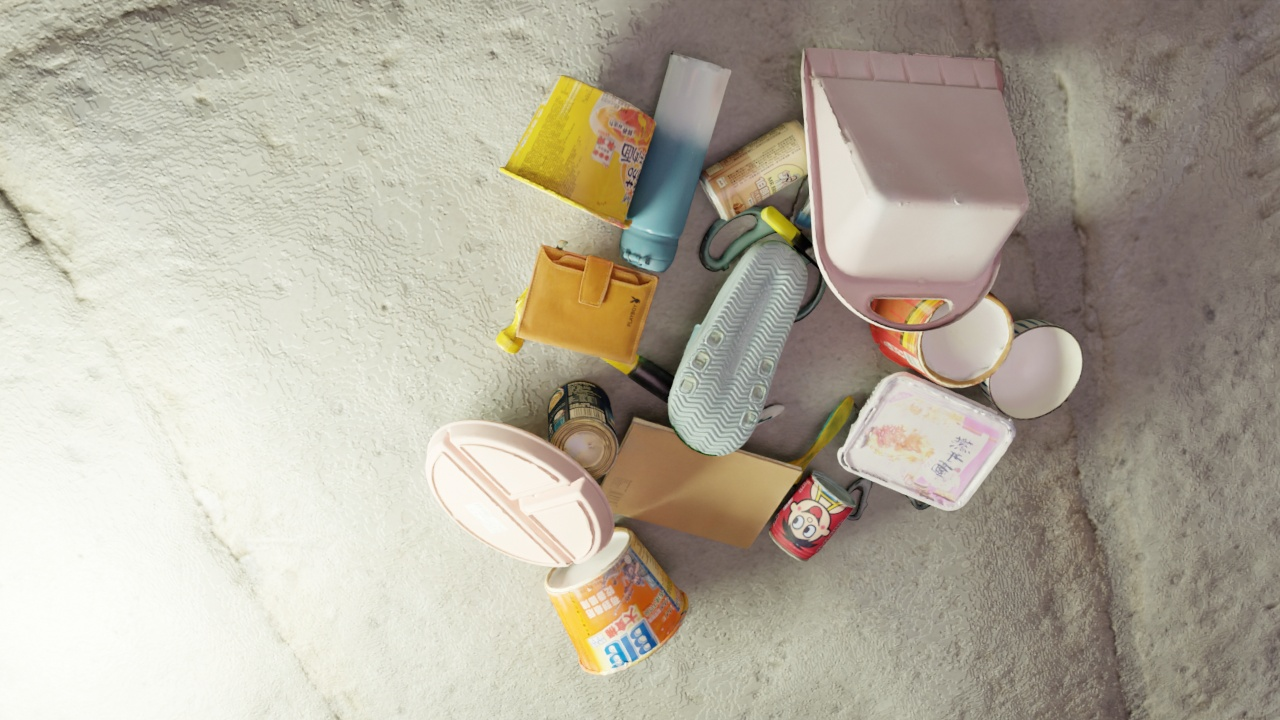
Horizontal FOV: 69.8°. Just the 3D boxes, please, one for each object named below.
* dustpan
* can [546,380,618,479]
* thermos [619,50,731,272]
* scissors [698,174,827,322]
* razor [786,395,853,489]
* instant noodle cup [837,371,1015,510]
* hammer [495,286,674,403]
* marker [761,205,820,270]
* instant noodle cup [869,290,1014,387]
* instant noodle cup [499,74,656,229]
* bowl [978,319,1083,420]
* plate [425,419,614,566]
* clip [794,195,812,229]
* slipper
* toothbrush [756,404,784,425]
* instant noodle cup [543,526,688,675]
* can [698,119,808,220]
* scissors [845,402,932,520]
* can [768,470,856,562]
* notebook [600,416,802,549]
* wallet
[{"bbox_3d":[0.267,-0.177,0.938,0.222,0.272,0.139,2,147,-9],"label":"dustpan"},{"bbox_3d":[-0.065,0.076,1.014,0.075,0.111,0.075,-2,110,-6],"label":"can"},{"bbox_3d":[0.031,-0.199,0.946,0.070,0.070,0.221,13,108,-11],"label":"thermos"},{"bbox_3d":[0.140,-0.126,1.011,0.181,0.019,0.170,6,111,-7],"label":"scissors"},{"bbox_3d":[0.211,0.096,1.099,0.043,0.028,0.133,36,101,-13],"label":"razor"},{"bbox_3d":[0.327,0.085,1.071,0.173,0.060,0.138,22,114,-12],"label":"instant noodle cup"},{"bbox_3d":[-0.006,0.006,1.030,0.300,0.032,0.129,34,104,-13],"label":"hammer"},{"bbox_3d":[0.177,-0.124,0.998,0.124,0.015,0.018,38,67,-19],"label":"marker"},{"bbox_3d":[0.338,-0.037,1.017,0.138,0.108,0.138,-2,111,-6],"label":"instant noodle cup"},{"bbox_3d":[-0.055,-0.208,0.904,0.138,0.138,0.110,24,97,-14],"label":"instant noodle cup"},{"bbox_3d":[0.441,0.004,1.063,0.116,0.066,0.116,-4,112,-10],"label":"bowl"},{"bbox_3d":[-0.139,0.155,1.014,0.230,0.028,0.230,15,137,14],"label":"plate"},{"bbox_3d":[0.187,-0.169,0.986,0.024,0.027,0.056,19,113,-14],"label":"clip"},{"bbox_3d":[0.101,-0.016,1.004,0.104,0.074,0.245,24,91,-16],"label":"slipper"},{"bbox_3d":[0.083,0.096,1.088,0.192,0.018,0.016,-25,112,4],"label":"toothbrush"},{"bbox_3d":[-0.035,0.275,1.079,0.151,0.151,0.111,-29,102,5],"label":"instant noodle cup"},{"bbox_3d":[0.123,-0.199,0.960,0.116,0.058,0.058,-30,111,6],"label":"can"},{"bbox_3d":[0.304,0.125,1.125,0.159,0.014,0.181,25,105,-14],"label":"scissors"},{"bbox_3d":[0.206,0.189,1.109,0.066,0.066,0.094,31,104,-16],"label":"can"},{"bbox_3d":[0.063,0.151,1.087,0.211,0.012,0.150,17,126,-12],"label":"notebook"},{"bbox_3d":[-0.055,-0.065,0.972,0.130,0.035,0.119,14,113,-8],"label":"wallet"}]
